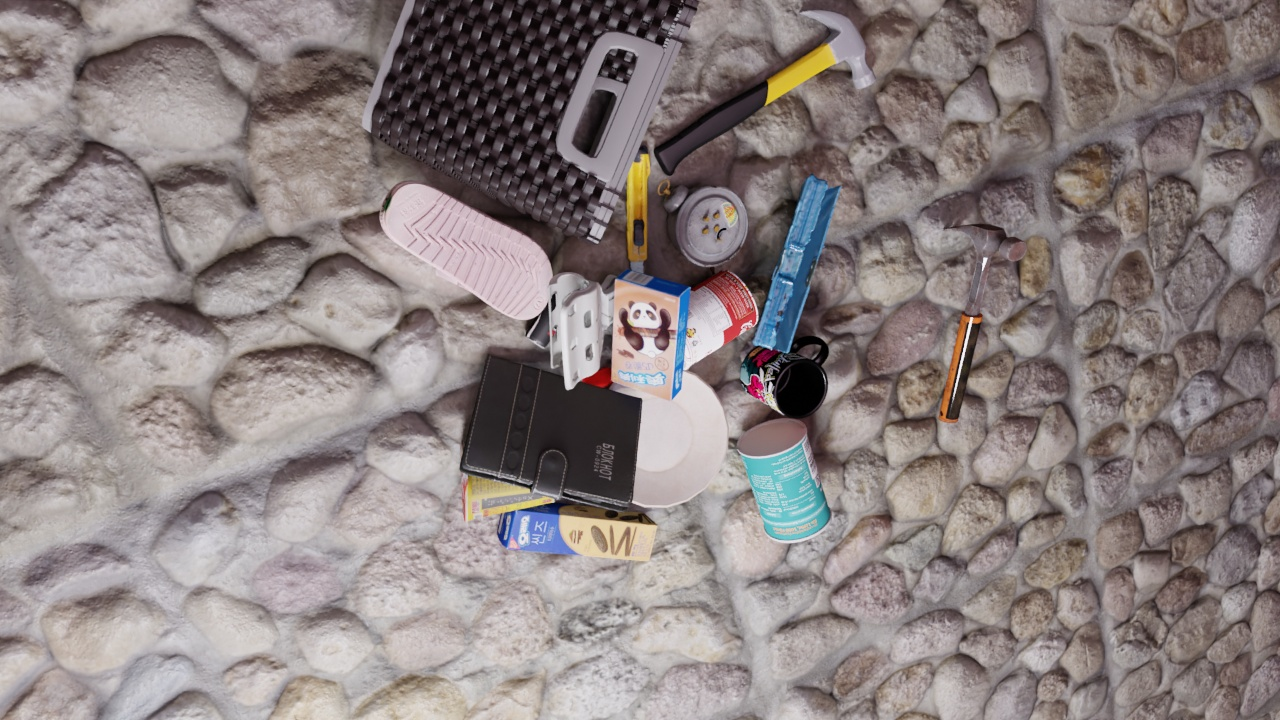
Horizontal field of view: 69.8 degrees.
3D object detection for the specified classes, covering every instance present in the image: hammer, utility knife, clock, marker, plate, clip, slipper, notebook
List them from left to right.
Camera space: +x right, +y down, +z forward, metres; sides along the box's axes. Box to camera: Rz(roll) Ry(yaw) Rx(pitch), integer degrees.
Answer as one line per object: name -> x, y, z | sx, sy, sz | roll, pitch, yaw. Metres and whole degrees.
slipper -> -0.202, -0.133, 1.074 | 0.239, 0.064, 0.094 | 32, 87, -39
notebook -> -0.103, 0.090, 1.120 | 0.209, 0.030, 0.169 | 14, 55, -11
clip -> -0.077, -0.055, 1.127 | 0.099, 0.151, 0.126 | 14, 129, 14
marker -> -0.007, 0.007, 1.212 | 0.145, 0.021, 0.023 | -20, 94, -16
utility knife -> -0.003, -0.163, 1.174 | 0.030, 0.019, 0.217 | -3, 108, -12
plate -> 0.024, 0.099, 1.218 | 0.188, 0.027, 0.189 | -1, 93, -12
clock -> 0.075, -0.182, 1.176 | 0.148, 0.056, 0.104 | 37, 88, -28
hammer -> 0.155, -0.341, 1.182 | 0.323, 0.029, 0.127 | -33, 113, -10
hammer -> 0.477, -0.052, 1.359 | 0.035, 0.137, 0.315 | -9, 120, -20

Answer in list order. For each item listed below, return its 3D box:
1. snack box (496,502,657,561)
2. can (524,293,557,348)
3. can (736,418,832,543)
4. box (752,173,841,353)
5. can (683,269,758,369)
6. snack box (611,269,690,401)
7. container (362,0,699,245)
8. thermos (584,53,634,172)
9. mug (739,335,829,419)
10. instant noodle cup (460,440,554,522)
snack box -> -0.082, 0.225, 1.219 | 0.206, 0.057, 0.056 | 10, 98, -24
can -> -0.111, -0.056, 1.147 | 0.031, 0.031, 0.080 | 33, 90, -26
can -> 0.204, 0.169, 1.295 | 0.099, 0.099, 0.144 | -26, 112, -14
box -> 0.206, -0.123, 1.215 | 0.054, 0.093, 0.231 | 18, 92, 6
can -> 0.080, -0.053, 1.188 | 0.116, 0.087, 0.087 | -32, 113, -18
snack box -> 0.011, -0.030, 1.127 | 0.034, 0.087, 0.151 | -44, 145, -48
container -> -0.115, -0.282, 0.948 | 0.243, 0.245, 0.247 | 22, 95, -8
thermos -> -0.031, -0.260, 1.114 | 0.052, 0.052, 0.224 | 21, 95, -25
mug -> 0.207, 0.014, 1.256 | 0.118, 0.098, 0.082 | -47, 115, -5
instant noodle cup -> -0.165, 0.145, 1.134 | 0.112, 0.100, 0.100 | -3, 105, -14
